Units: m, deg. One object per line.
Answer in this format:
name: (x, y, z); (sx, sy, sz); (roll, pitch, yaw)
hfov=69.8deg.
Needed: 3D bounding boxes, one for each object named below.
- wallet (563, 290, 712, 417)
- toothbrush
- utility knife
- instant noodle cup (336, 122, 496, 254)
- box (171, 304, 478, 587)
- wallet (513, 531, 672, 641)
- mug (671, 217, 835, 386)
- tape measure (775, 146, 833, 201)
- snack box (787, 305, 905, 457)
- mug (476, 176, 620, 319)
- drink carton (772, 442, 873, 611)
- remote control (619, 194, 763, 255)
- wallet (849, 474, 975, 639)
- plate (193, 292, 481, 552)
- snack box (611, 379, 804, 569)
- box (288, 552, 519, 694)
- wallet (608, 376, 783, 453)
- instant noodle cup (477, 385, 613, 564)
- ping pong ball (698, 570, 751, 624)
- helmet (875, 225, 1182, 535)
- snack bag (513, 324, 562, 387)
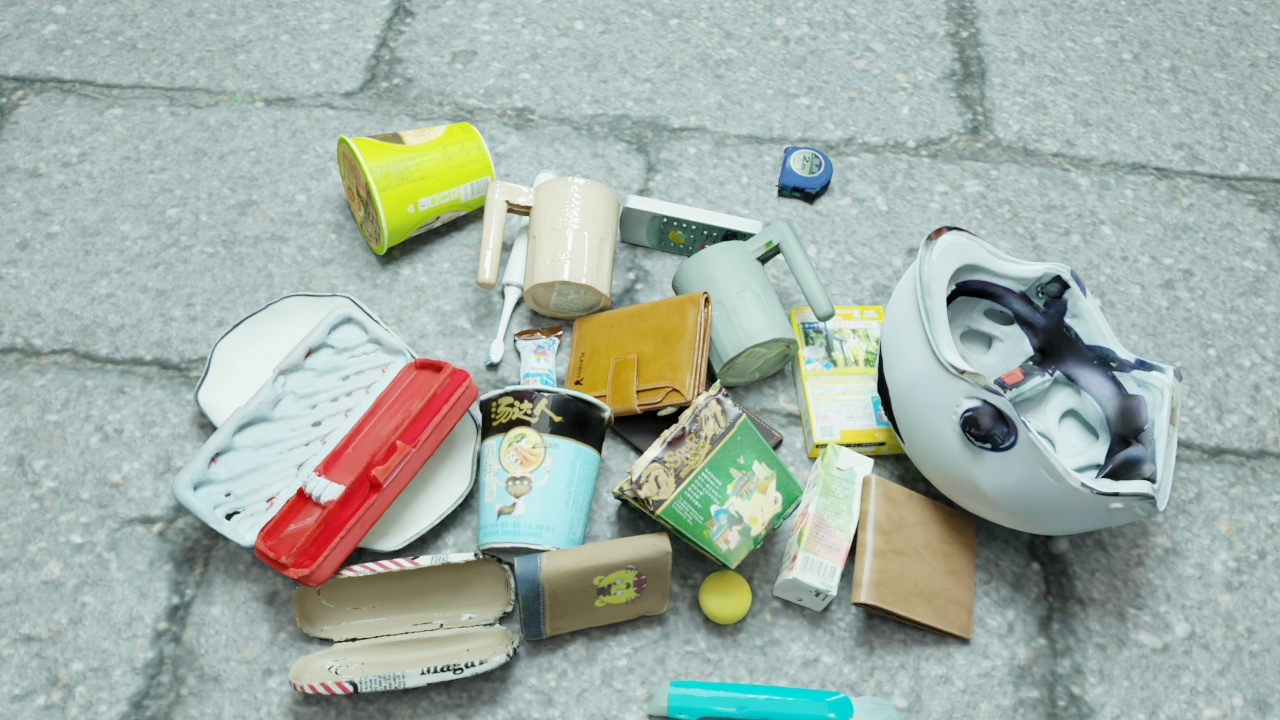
wallet: (-0.005, 0.005, 0.777); (0.131, 0.035, 0.118); (-9, 55, 30)
toothbrush: (-0.111, -0.090, 0.862); (0.026, 0.026, 0.220); (30, 55, -28)
utility knife: (0.098, 0.254, 0.674); (0.185, 0.013, 0.029); (3, 62, 1)
instant noodle cup: (-0.207, -0.171, 0.867); (0.123, 0.112, 0.111); (-23, 63, -25)
box: (-0.236, 0.063, 0.707); (0.158, 0.069, 0.200); (27, 62, 17)
wallet: (-0.034, 0.167, 0.678); (0.115, 0.090, 0.033); (-9, 42, -10)
mug: (0.099, -0.050, 0.802); (0.124, 0.083, 0.103); (-33, 62, 23)
tape measure: (0.167, -0.190, 0.935); (0.054, 0.025, 0.058); (14, 63, 3)
snack box: (0.182, 0.016, 0.810); (0.087, 0.034, 0.140); (-2, 61, -4)
mug: (-0.082, -0.103, 0.826); (0.124, 0.084, 0.103); (9, 66, -15)
drink carton: (0.147, 0.131, 0.727); (0.045, 0.054, 0.122); (22, 60, 5)
remote control: (0.047, -0.122, 0.871); (0.135, 0.056, 0.019); (13, 60, 4)
wallet: (0.213, 0.153, 0.708); (0.115, 0.020, 0.101); (24, 64, -21)
plate: (-0.250, 0.050, 0.768); (0.266, 0.034, 0.161); (40, 65, 20)
snack box: (0.055, 0.096, 0.699); (0.105, 0.117, 0.118); (44, 83, 8)
box: (-0.170, 0.194, 0.661); (0.162, 0.076, 0.086); (-5, 29, -8)
wallet: (0.048, 0.059, 0.785); (0.122, 0.020, 0.096); (38, 62, 19)
instant noodle cup: (-0.079, 0.094, 0.713); (0.111, 0.111, 0.120); (4, 66, 0)
ping pong ball: (0.065, 0.181, 0.701); (0.040, 0.040, 0.040); (1, 59, -2)
helmet: (0.285, 0.030, 0.729); (0.258, 0.146, 0.228); (38, 44, 3)
snack bag: (-0.089, 0.012, 0.800); (0.045, 0.026, 0.105); (-8, 50, 3)
